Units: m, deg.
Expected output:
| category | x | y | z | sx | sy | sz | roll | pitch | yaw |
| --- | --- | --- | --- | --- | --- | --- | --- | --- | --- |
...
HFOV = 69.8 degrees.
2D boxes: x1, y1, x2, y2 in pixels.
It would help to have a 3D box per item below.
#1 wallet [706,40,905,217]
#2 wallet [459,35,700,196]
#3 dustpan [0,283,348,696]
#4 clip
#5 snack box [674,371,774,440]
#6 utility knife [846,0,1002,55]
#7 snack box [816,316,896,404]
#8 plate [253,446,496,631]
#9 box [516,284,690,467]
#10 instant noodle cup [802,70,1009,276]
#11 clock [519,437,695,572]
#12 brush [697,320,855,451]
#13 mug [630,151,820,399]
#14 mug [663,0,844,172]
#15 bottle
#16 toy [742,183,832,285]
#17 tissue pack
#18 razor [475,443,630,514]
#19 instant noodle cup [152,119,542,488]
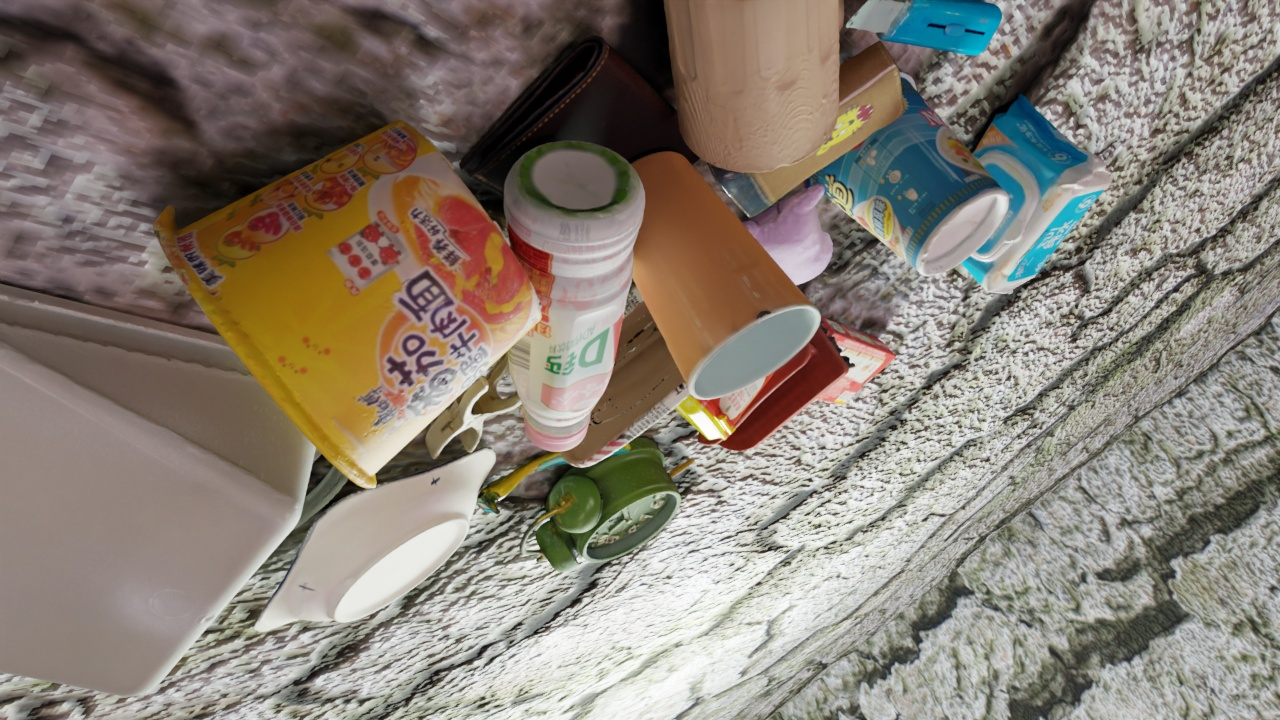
| category | x | y | z | sx | sy | sz | roll | pitch | yaw |
| --- | --- | --- | --- | --- | --- | --- | --- | --- | --- |
| wallet | 0.099 | -0.133 | 0.539 | 0.115 | 0.033 | 0.090 | -33 | 168 | 15 |
| wallet | -0.025 | -0.109 | 0.491 | 0.096 | 0.020 | 0.122 | -38 | 153 | 16 |
| dustpan | -0.280 | 0.059 | 0.481 | 0.257 | 0.142 | 0.223 | 33 | 111 | -29 |
| clip | -0.117 | 0.028 | 0.585 | 0.105 | 0.034 | 0.082 | -41 | 155 | 27 |
| snack box | 0.054 | 0.006 | 0.687 | 0.080 | 0.082 | 0.091 | -45 | 152 | -3 |
| utility knife | 0.166 | -0.195 | 0.530 | 0.190 | 0.018 | 0.034 | -19 | 149 | -48 |
| snack box | 0.182 | 0.003 | 0.872 | 0.075 | 0.025 | 0.152 | -47 | 149 | 21 |
| plate | -0.176 | 0.135 | 0.643 | 0.163 | 0.034 | 0.165 | -17 | 151 | -54 |
| box | -0.001 | 0.007 | 0.619 | 0.163 | 0.088 | 0.076 | -41 | 168 | 10 |
| instant noodle cup | 0.175 | -0.115 | 0.598 | 0.099 | 0.110 | 0.099 | -27 | 151 | -17 |
| clock | -0.034 | 0.129 | 0.799 | 0.161 | 0.056 | 0.116 | -16 | 145 | -32 |
| brush | 0.108 | 0.027 | 0.784 | 0.069 | 0.063 | 0.146 | -7 | 148 | -49 |
| mug | 0.031 | -0.050 | 0.496 | 0.078 | 0.122 | 0.078 | -25 | 155 | -13 |
| mug | 0.065 | -0.170 | 0.443 | 0.124 | 0.084 | 0.104 | -54 | 155 | -19 |
| bottle | -0.041 | -0.022 | 0.502 | 0.068 | 0.068 | 0.197 | -21 | 145 | -24 |
| toy | 0.100 | -0.079 | 0.648 | 0.084 | 0.039 | 0.108 | -23 | 158 | 14 |
| tissue pack | 0.296 | -0.127 | 0.730 | 0.063 | 0.090 | 0.140 | -16 | 147 | -32 |
| razor | -0.067 | 0.087 | 0.728 | 0.132 | 0.028 | 0.043 | -20 | 178 | -22 |
| instant noodle cup | -0.117 | -0.030 | 0.402 | 0.109 | 0.138 | 0.138 | -38 | 152 | -11 |
